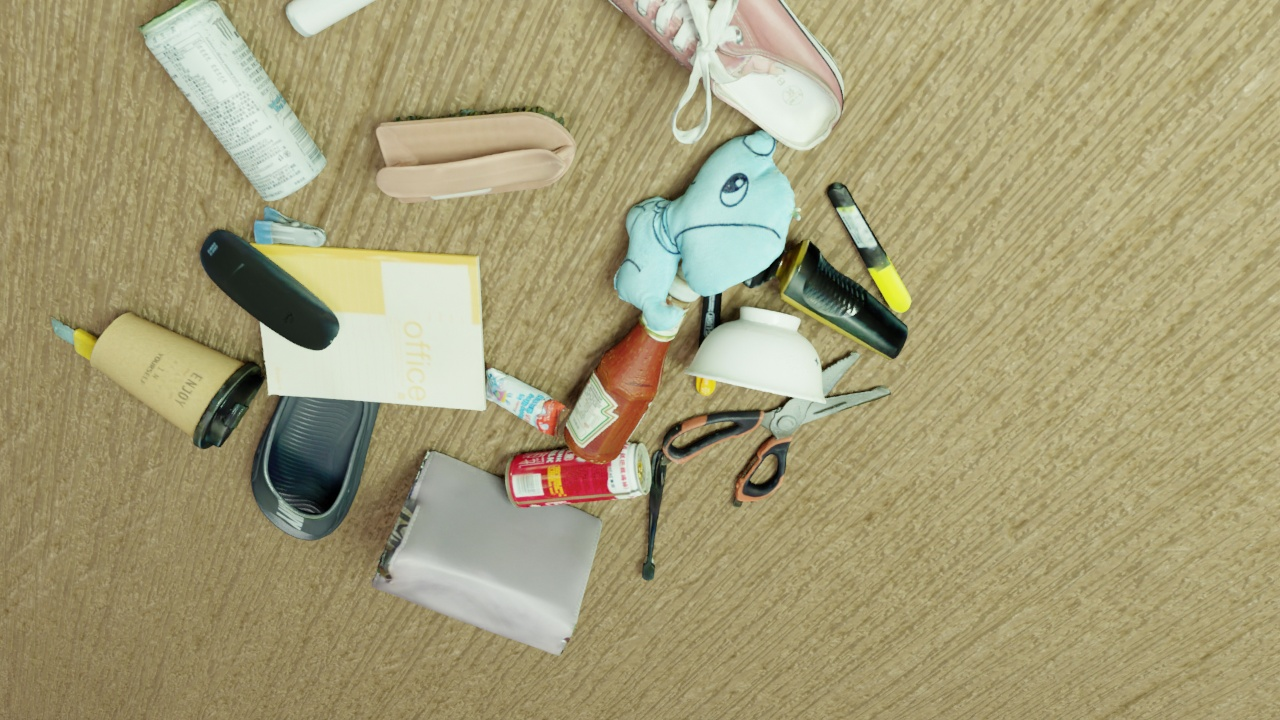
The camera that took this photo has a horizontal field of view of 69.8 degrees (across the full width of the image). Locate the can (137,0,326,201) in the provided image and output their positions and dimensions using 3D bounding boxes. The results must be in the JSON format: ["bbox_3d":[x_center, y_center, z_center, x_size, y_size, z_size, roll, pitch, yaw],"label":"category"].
[{"bbox_3d":[-0.300,-0.194,0.684,0.058,0.058,0.147,-16,123,21],"label":"can"}]

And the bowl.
[{"bbox_3d":[0.099,-0.008,0.750,0.118,0.118,0.064,11,90,0],"label":"bowl"}]

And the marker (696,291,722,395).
[{"bbox_3d":[0.059,-0.020,0.788,0.018,0.015,0.124,3,127,2],"label":"marker"}]

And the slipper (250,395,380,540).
[{"bbox_3d":[-0.336,0.103,0.912,0.110,0.083,0.269,25,126,-8],"label":"slipper"}]

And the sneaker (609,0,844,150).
[{"bbox_3d":[0.043,-0.218,0.587,0.241,0.087,0.119,39,124,-21],"label":"sneaker"}]

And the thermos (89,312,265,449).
[{"bbox_3d":[-0.429,0.017,0.858,0.143,0.092,0.093,32,127,-6],"label":"thermos"}]

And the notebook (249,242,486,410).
[{"bbox_3d":[-0.240,-0.029,0.813,0.206,0.010,0.146,5,113,6],"label":"notebook"}]

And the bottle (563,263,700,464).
[{"bbox_3d":[-0.005,0.005,0.792,0.060,0.059,0.207,24,125,-9],"label":"bottle"}]

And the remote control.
[{"bbox_3d":[-0.324,-0.058,0.793,0.136,0.024,0.053,39,110,-8],"label":"remote control"}]

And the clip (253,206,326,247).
[{"bbox_3d":[-0.294,-0.110,0.776,0.058,0.044,0.027,12,128,-7],"label":"clip"}]

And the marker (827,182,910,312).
[{"bbox_3d":[0.179,-0.088,0.716,0.018,0.015,0.124,-25,117,25],"label":"marker"}]

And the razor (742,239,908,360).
[{"bbox_3d":[0.148,-0.050,0.732,0.167,0.062,0.068,30,157,-21],"label":"razor"}]

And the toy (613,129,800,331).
[{"bbox_3d":[0.049,-0.095,0.684,0.156,0.049,0.161,16,95,36],"label":"toy"}]

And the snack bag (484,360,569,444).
[{"bbox_3d":[-0.110,0.036,0.843,0.105,0.026,0.045,28,134,19],"label":"snack bag"}]

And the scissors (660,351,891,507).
[{"bbox_3d":[0.118,0.066,0.844,0.189,0.015,0.225,9,129,0],"label":"scissors"}]

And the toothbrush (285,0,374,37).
[{"bbox_3d":[-0.147,-0.275,0.614,0.221,0.026,0.026,-18,161,22],"label":"toothbrush"}]

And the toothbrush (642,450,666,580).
[{"bbox_3d":[0.014,0.159,0.939,0.015,0.018,0.181,6,127,2],"label":"toothbrush"}]

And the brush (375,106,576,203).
[{"bbox_3d":[-0.119,-0.150,0.679,0.146,0.072,0.063,-2,127,9],"label":"brush"}]

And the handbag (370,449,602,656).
[{"bbox_3d":[-0.150,0.196,0.911,0.197,0.144,0.099,23,125,-8],"label":"handbag"}]

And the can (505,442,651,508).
[{"bbox_3d":[-0.059,0.111,0.886,0.133,0.053,0.053,-8,126,15],"label":"can"}]

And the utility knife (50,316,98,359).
[{"bbox_3d":[-0.499,0.010,0.907,0.177,0.015,0.033,36,119,-16],"label":"utility knife"}]
